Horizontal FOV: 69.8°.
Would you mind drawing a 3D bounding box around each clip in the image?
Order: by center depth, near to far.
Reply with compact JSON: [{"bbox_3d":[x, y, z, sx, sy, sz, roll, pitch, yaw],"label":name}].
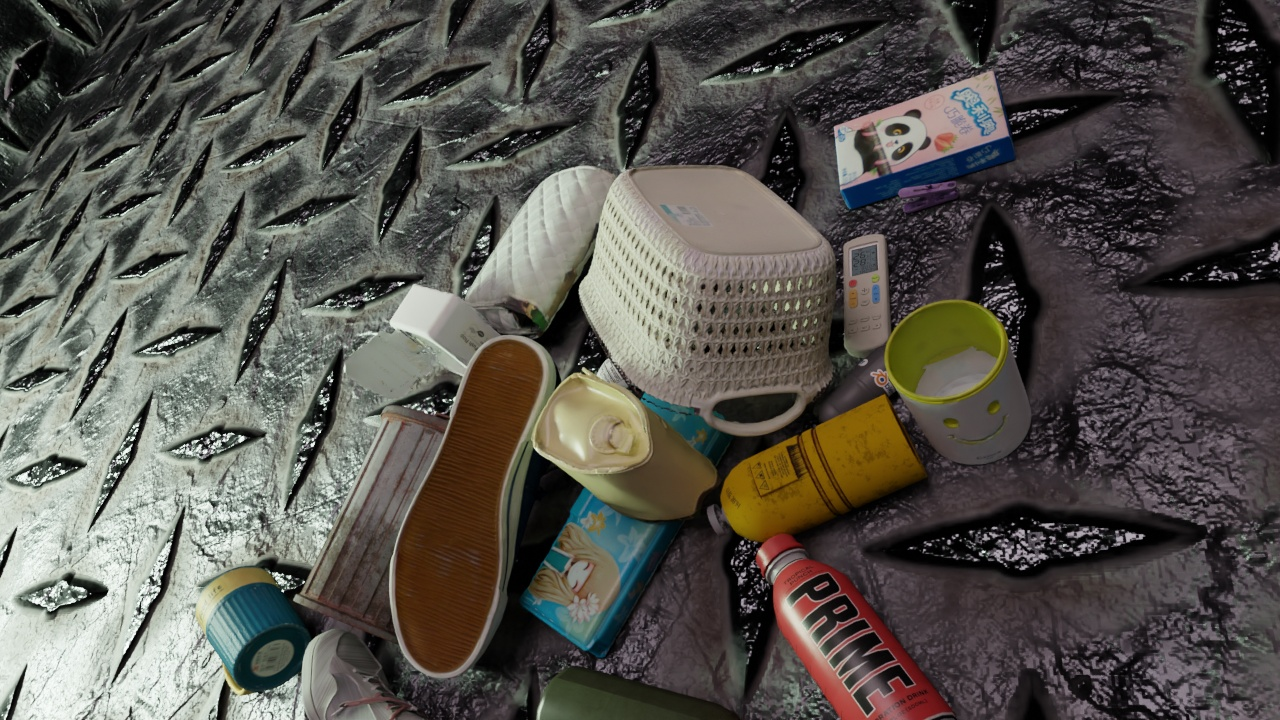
[{"bbox_3d":[0.259,-0.149,0.823,0.052,0.033,0.013,-12,53,27],"label":"clip"}]

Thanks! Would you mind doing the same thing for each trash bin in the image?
[{"bbox_3d":[-0.220,0.149,0.868,0.131,0.131,0.210,7,65,37],"label":"trash bin"}]

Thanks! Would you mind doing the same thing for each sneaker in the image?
[{"bbox_3d":[-0.212,0.314,0.771,0.089,0.099,0.236,-38,53,7],"label":"sneaker"},{"bbox_3d":[-0.126,0.131,0.817,0.121,0.127,0.294,13,80,14],"label":"sneaker"}]

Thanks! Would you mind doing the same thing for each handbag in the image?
[{"bbox_3d":[-0.008,0.075,0.731,0.111,0.119,0.081,16,70,41],"label":"handbag"},{"bbox_3d":[-0.100,-0.117,1.006,0.139,0.072,0.194,4,61,57],"label":"handbag"}]

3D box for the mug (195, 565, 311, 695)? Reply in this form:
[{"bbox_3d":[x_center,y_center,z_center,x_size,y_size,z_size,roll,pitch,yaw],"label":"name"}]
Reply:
[{"bbox_3d":[-0.396,0.286,0.935,0.107,0.083,0.114,29,107,40],"label":"mug"}]

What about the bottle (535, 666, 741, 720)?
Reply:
[{"bbox_3d":[0.023,0.275,0.654,0.207,0.071,0.071,2,61,35],"label":"bottle"}]

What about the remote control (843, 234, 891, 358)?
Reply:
[{"bbox_3d":[0.198,-0.059,0.806,0.038,0.018,0.125,-12,53,27],"label":"remote control"}]

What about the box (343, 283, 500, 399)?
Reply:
[{"bbox_3d":[-0.236,-0.019,1.012,0.190,0.111,0.101,-8,52,36],"label":"box"}]

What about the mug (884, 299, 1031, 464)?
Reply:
[{"bbox_3d":[0.232,0.018,0.666,0.083,0.106,0.082,-18,51,23],"label":"mug"}]

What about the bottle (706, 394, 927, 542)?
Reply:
[{"bbox_3d":[0.129,0.092,0.710,0.164,0.071,0.071,-27,48,16],"label":"bottle"}]

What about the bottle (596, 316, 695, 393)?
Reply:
[{"bbox_3d":[-0.005,0.005,0.883,0.116,0.041,0.041,-34,47,10],"label":"bottle"}]

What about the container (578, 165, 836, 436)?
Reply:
[{"bbox_3d":[0.055,-0.066,0.772,0.184,0.143,0.251,-7,34,-18],"label":"container"}]

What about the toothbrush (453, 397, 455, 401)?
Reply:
[{"bbox_3d":[-0.130,0.042,0.954,0.187,0.012,0.017,1,58,39],"label":"toothbrush"}]

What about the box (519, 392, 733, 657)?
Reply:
[{"bbox_3d":[-0.010,0.136,0.799,0.094,0.039,0.226,22,74,40],"label":"box"}]

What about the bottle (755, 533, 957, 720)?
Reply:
[{"bbox_3d":[0.139,0.194,0.638,0.062,0.062,0.176,-40,46,4],"label":"bottle"}]

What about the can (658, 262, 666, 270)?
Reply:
[{"bbox_3d":[0.014,-0.137,0.968,0.086,0.043,0.086,-19,51,25],"label":"can"}]

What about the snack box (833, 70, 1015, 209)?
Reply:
[{"bbox_3d":[0.261,-0.203,0.854,0.154,0.033,0.087,-15,53,25],"label":"snack box"}]

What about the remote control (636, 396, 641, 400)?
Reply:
[{"bbox_3d":[-0.059,0.070,0.891,0.147,0.015,0.033,-20,51,22],"label":"remote control"}]

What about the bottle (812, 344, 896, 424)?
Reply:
[{"bbox_3d":[0.190,0.016,0.745,0.110,0.036,0.036,-43,46,1],"label":"bottle"}]
